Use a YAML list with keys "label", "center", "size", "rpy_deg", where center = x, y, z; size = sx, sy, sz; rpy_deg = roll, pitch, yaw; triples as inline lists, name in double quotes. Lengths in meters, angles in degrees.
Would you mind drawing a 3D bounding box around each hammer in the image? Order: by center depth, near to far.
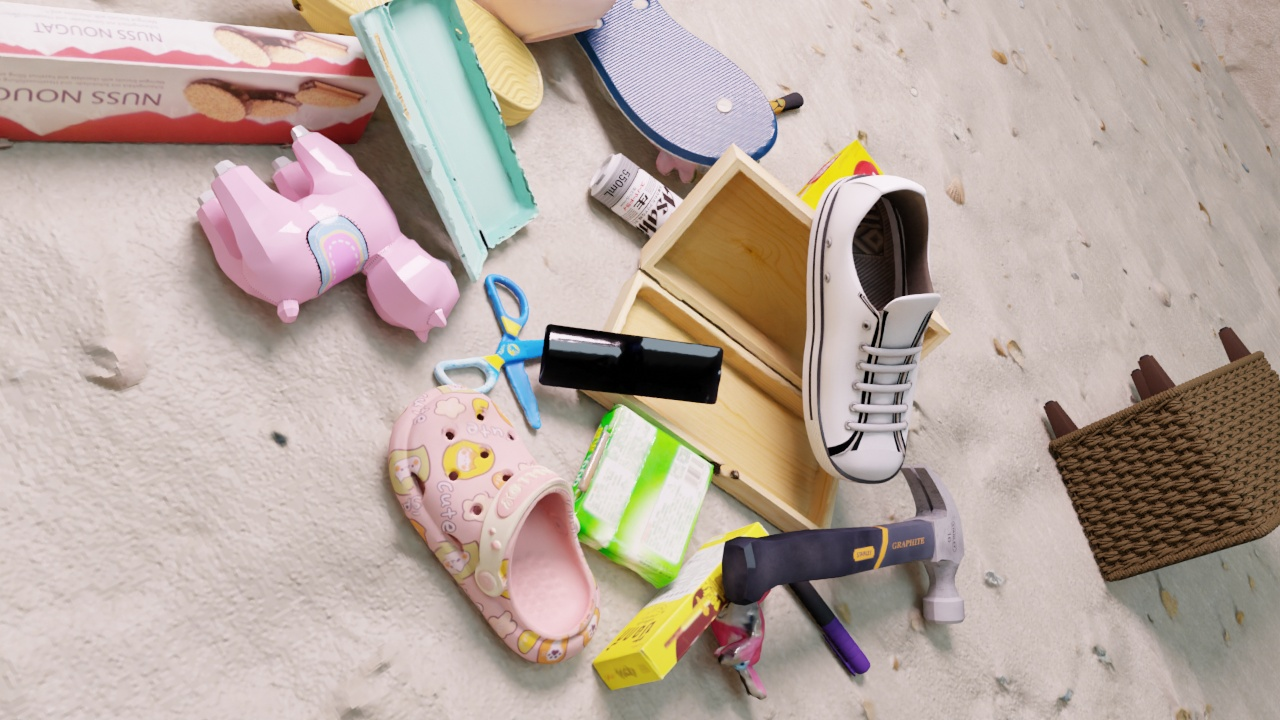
- label: "hammer"
  center: [0.170, 0.155, 0.721]
  size: [0.311, 0.035, 0.139]
  rpy_deg: [4, 82, -46]

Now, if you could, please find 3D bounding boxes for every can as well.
- label: "can"
  center: [0.008, -0.134, 0.800]
  size: [0.106, 0.044, 0.043]
  rpy_deg: [34, 51, -19]

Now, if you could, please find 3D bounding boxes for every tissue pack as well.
- label: "tissue pack"
  center: [-0.002, 0.096, 0.672]
  size: [0.099, 0.034, 0.113]
  rpy_deg: [36, 56, -17]

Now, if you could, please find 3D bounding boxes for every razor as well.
- label: "razor"
  center: [0.136, -0.269, 0.986]
  size: [0.143, 0.021, 0.044]
  rpy_deg: [-31, 87, -45]

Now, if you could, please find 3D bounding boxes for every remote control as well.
- label: "remote control"
  center: [-0.004, 0.004, 0.683]
  size: [0.140, 0.021, 0.045]
  rpy_deg: [7, 92, -19]

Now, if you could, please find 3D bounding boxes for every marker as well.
- label: "marker"
  center: [0.142, 0.201, 0.744]
  size: [0.018, 0.015, 0.134]
  rpy_deg: [-38, 92, -15]

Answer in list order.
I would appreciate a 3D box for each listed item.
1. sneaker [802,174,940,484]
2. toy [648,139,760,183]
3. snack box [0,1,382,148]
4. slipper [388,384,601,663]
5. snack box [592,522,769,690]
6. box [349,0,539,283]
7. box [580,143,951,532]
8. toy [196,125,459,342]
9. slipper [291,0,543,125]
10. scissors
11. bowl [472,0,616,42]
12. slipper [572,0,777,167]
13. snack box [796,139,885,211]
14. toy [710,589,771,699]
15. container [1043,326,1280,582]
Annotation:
- label: "sneaker"
  center: [0.189, -0.024, 0.705]
  size: [0.091, 0.097, 0.245]
  rpy_deg: [3, 92, -19]
- label: "toy"
  center: [0.052, -0.208, 0.877]
  size: [0.108, 0.041, 0.095]
  rpy_deg: [-22, 81, -29]
- label: "snack box"
  center: [-0.297, -0.171, 0.569]
  size: [0.272, 0.077, 0.044]
  rpy_deg: [-10, 69, -41]
- label: "slipper"
  center: [-0.083, 0.100, 0.584]
  size: [0.093, 0.082, 0.197]
  rpy_deg: [-29, 88, -41]
- label: "snack box"
  center: [0.034, 0.170, 0.647]
  size: [0.148, 0.061, 0.025]
  rpy_deg: [-36, 92, -42]
- label: "box"
  center: [-0.138, -0.161, 0.647]
  size: [0.187, 0.055, 0.138]
  rpy_deg: [69, 29, -24]
- label: "box"
  center: [0.102, -0.010, 0.777]
  size: [0.247, 0.119, 0.252]
  rpy_deg: [36, 76, -16]
- label: "toy"
  center: [-0.197, -0.070, 0.598]
  size: [0.157, 0.067, 0.123]
  rpy_deg: [51, 49, -9]
- label: "slipper"
  center: [-0.186, -0.254, 0.699]
  size: [0.263, 0.079, 0.099]
  rpy_deg: [23, 56, -47]
- label: "scissors"
  center: [-0.097, -0.007, 0.675]
  size: [0.126, 0.013, 0.125]
  rpy_deg: [-13, 74, -36]
- label: "bowl"
  center: [-0.076, -0.316, 0.779]
  size: [0.152, 0.153, 0.076]
  rpy_deg: [-29, 112, -43]
- label: "slipper"
  center: [0.007, -0.273, 0.851]
  size: [0.118, 0.060, 0.295]
  rpy_deg: [-30, 71, -18]
- label: "snack box"
  center: [0.205, -0.148, 0.957]
  size: [0.092, 0.042, 0.200]
  rpy_deg: [49, 48, -7]
- label: "toy"
  center: [0.075, 0.193, 0.683]
  size: [0.102, 0.050, 0.065]
  rpy_deg: [-66, 147, -42]
- label: "container"
  center: [0.635, 0.095, 1.068]
  size: [0.320, 0.177, 0.205]
  rpy_deg: [-11, 70, -40]
